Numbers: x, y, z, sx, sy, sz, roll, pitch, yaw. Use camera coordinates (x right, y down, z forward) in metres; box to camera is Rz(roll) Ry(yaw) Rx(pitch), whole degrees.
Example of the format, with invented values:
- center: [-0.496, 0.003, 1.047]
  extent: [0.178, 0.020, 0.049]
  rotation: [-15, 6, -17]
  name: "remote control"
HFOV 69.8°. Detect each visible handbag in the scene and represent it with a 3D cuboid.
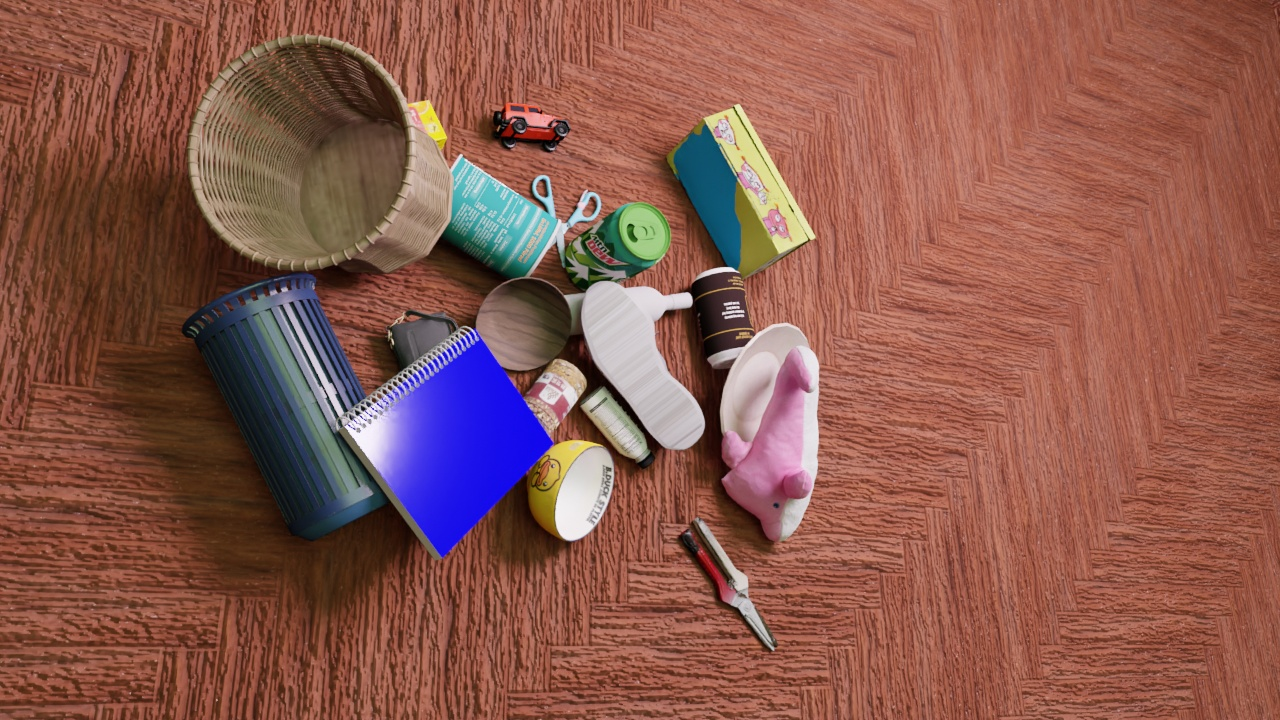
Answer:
- center: [-0.247, 0.001, 1.066]
  extent: [0.079, 0.054, 0.128]
  rotation: [-15, 83, -27]
  name: "handbag"

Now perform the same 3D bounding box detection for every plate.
- center: [0.165, 0.038, 1.242]
  extent: [0.188, 0.027, 0.189]
  rotation: [-20, 120, -39]
  name: "plate"

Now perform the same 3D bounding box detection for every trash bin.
- center: [-0.348, 0.052, 0.947]
  extent: [0.139, 0.140, 0.249]
  rotation: [-26, 89, -32]
  name: "trash bin"

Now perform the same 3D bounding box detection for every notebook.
- center: [-0.199, 0.078, 0.972]
  extent: [0.171, 0.022, 0.208]
  rotation: [57, 40, -11]
  name: "notebook"

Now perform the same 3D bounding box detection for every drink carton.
- center: [-0.312, -0.276, 1.129]
  extent: [0.134, 0.043, 0.058]
  rotation: [-22, 84, -32]
  name: "drink carton"

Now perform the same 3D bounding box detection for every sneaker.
- center: [-0.007, 0.007, 1.168]
  extent: [0.099, 0.089, 0.236]
  rotation: [-32, 100, -12]
  name: "sneaker"

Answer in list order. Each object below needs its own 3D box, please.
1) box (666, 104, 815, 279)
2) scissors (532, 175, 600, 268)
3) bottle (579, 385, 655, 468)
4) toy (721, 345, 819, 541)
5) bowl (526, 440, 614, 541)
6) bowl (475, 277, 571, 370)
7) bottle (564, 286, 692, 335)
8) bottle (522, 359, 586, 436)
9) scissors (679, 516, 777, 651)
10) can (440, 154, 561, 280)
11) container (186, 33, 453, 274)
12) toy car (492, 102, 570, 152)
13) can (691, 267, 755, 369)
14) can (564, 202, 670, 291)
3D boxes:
- center: [0.139, -0.236, 1.308]
  extent: [0.079, 0.125, 0.221]
  rotation: [-25, 84, -32]
  name: "box"
- center: [-0.114, -0.194, 1.224]
  extent: [0.118, 0.015, 0.138]
  rotation: [40, 57, -12]
  name: "scissors"
- center: [-0.026, 0.087, 1.160]
  extent: [0.116, 0.041, 0.041]
  rotation: [50, 58, -5]
  name: "bottle"
- center: [0.168, 0.109, 1.191]
  extent: [0.128, 0.186, 0.266]
  rotation: [8, 104, 0]
  name: "toy"
- center: [-0.090, 0.147, 1.079]
  extent: [0.117, 0.068, 0.117]
  rotation: [-32, 130, -49]
  name: "bowl"
- center: [-0.146, -0.049, 1.127]
  extent: [0.119, 0.032, 0.119]
  rotation: [-7, 113, -18]
  name: "bowl"
- center: [-0.019, -0.069, 1.208]
  extent: [0.194, 0.053, 0.052]
  rotation: [-9, 78, -30]
  name: "bottle"
- center: [-0.115, 0.054, 1.115]
  extent: [0.056, 0.056, 0.105]
  rotation: [42, 59, -10]
  name: "bottle"
- center: [0.113, 0.294, 1.180]
  extent: [0.139, 0.015, 0.188]
  rotation: [1, 73, -29]
  name: "scissors"
- center: [-0.185, -0.170, 1.126]
  extent: [0.144, 0.099, 0.099]
  rotation: [32, 61, -15]
  name: "can"
- center: [-0.316, -0.196, 0.967]
  extent: [0.227, 0.196, 0.227]
  rotation: [0, 88, 5]
  name: "container"
- center: [-0.146, -0.313, 1.223]
  extent: [0.100, 0.051, 0.048]
  rotation: [-2, 76, -28]
  name: "toy car"
- center: [0.116, -0.058, 1.265]
  extent: [0.071, 0.072, 0.128]
  rotation: [-4, 76, -29]
  name: "can"
- center: [-0.030, -0.142, 1.169]
  extent: [0.083, 0.144, 0.083]
  rotation: [8, 75, -29]
  name: "can"
